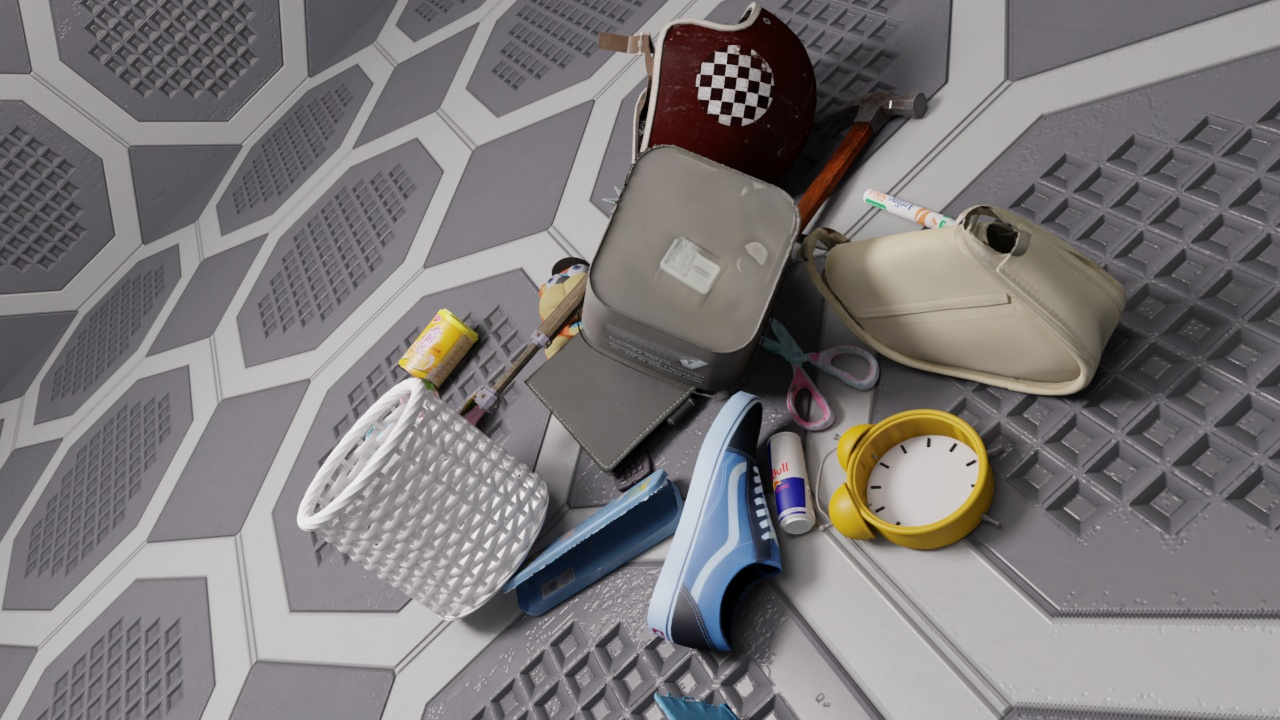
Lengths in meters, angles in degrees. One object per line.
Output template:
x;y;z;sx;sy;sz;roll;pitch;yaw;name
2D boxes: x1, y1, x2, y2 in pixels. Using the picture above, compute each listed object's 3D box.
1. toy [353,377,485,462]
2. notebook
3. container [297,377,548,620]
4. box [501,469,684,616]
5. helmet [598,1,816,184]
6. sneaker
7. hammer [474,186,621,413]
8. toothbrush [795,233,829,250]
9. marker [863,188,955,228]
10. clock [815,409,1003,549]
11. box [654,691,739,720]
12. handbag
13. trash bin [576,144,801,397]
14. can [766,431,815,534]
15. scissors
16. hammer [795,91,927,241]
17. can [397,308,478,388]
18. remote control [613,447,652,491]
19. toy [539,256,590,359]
-0.301;0.110;1.185;0.206;0.131;0.105;-27;59;31;toy
-0.006;0.006;1.016;0.209;0.029;0.169;-44;61;-1;notebook
-0.227;0.148;0.974;0.190;0.187;0.189;-40;23;20;container
-0.056;0.178;0.933;0.210;0.064;0.069;-34;38;14;box
0.077;-0.308;1.084;0.233;0.253;0.233;140;136;-81;helmet
0.093;0.146;0.829;0.098;0.083;0.240;10;65;25;sneaker
-0.077;-0.063;1.054;0.147;0.028;0.316;29;74;40;hammer
0.157;-0.149;1.060;0.167;0.013;0.012;25;75;48;toothbrush
0.285;-0.151;0.946;0.017;0.017;0.145;-48;39;-2;marker
0.220;0.100;0.767;0.152;0.052;0.113;-6;54;32;clock
0.077;0.341;0.640;0.094;0.110;0.231;-47;39;-2;box
0.274;-0.075;0.777;0.229;0.184;0.131;-2;52;59;handbag
0.046;-0.083;0.868;0.220;0.197;0.197;85;-152;-85;trash bin
0.138;0.112;0.841;0.032;0.032;0.095;-25;44;24;can
0.176;-0.008;0.927;0.108;0.016;0.179;-37;37;12;scissors
0.200;-0.189;1.032;0.111;0.028;0.300;18;67;49;hammer
-0.285;-0.014;1.293;0.105;0.067;0.068;-52;40;-7;can
-0.018;0.089;1.015;0.046;0.009;0.124;-33;41;15;remote control
-0.075;-0.063;1.137;0.112;0.096;0.175;-26;32;8;toy
